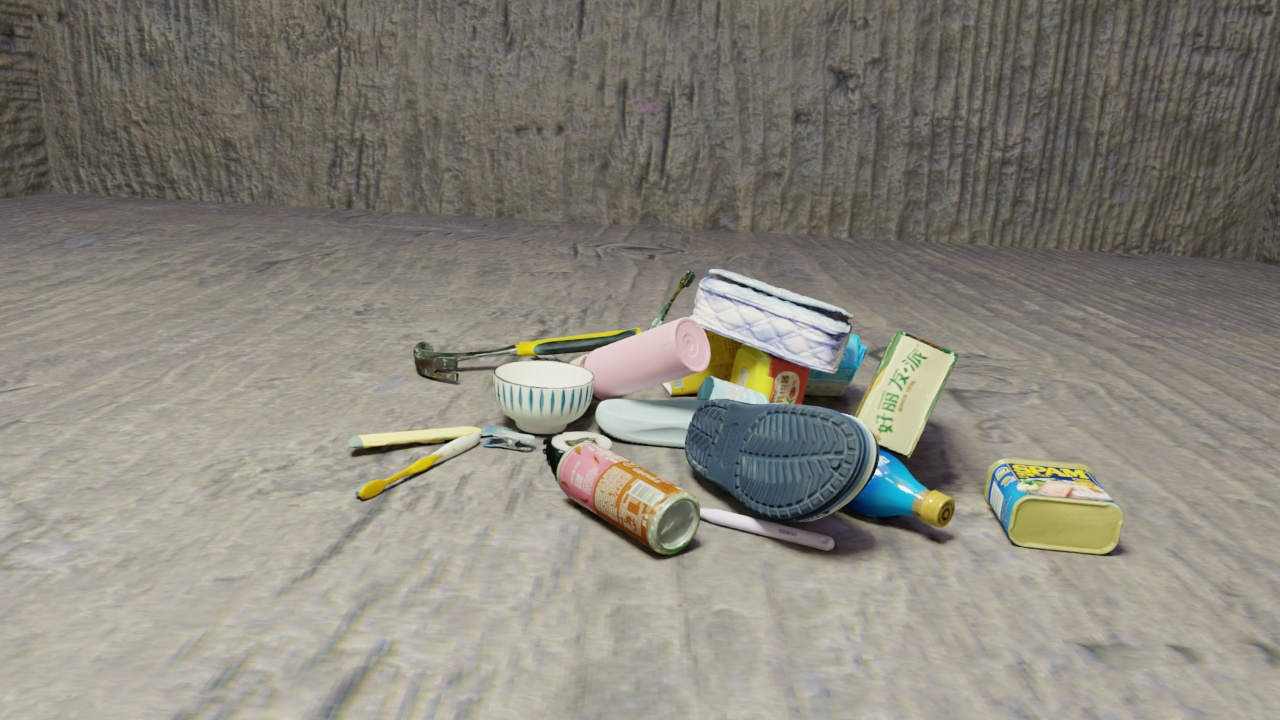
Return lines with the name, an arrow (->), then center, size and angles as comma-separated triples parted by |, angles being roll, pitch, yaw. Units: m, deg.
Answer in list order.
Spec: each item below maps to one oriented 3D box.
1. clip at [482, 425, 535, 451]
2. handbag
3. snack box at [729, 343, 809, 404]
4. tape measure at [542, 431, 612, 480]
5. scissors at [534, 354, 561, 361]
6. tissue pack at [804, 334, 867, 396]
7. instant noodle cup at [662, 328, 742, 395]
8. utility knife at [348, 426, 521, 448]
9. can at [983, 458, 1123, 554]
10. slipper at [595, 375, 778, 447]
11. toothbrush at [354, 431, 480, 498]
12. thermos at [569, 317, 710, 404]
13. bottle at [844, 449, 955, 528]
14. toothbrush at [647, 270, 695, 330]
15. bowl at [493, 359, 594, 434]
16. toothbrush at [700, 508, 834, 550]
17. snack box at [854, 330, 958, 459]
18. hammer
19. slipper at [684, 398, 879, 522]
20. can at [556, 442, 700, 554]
clip -> -0.143, 0.086, 1.001 | 0.058, 0.041, 0.026 | 12, 14, 12
handbag -> 0.163, -0.053, 1.124 | 0.194, 0.076, 0.134 | 20, 14, 9
snack box -> 0.160, 0.028, 1.148 | 0.080, 0.091, 0.082 | 4, 16, -24
tape measure -> -0.062, 0.098, 0.947 | 0.066, 0.034, 0.066 | -2, 18, -19
scissors -> -0.113, 0.017, 1.269 | 0.206, 0.015, 0.196 | 9, 17, 22
tissue pack -> 0.226, 0.001, 1.233 | 0.140, 0.063, 0.090 | 3, -27, -1
instant noodle cup -> 0.087, -0.008, 1.245 | 0.123, 0.116, 0.116 | -12, 18, -9
utility knife -> -0.222, 0.081, 1.005 | 0.197, 0.021, 0.031 | -7, 23, -31
can -> 0.384, 0.136, 0.857 | 0.102, 0.057, 0.083 | 4, 17, 5
slipper -> 0.071, 0.055, 1.055 | 0.245, 0.074, 0.104 | 2, 14, 3
toothbrush -> -0.221, 0.103, 0.930 | 0.018, 0.016, 0.190 | 1, 13, 26
thermos -> -0.007, 0.006, 1.101 | 0.199, 0.067, 0.087 | -21, -10, 40
bottle -> 0.204, 0.109, 0.898 | 0.065, 0.065, 0.219 | -9, 19, -38
toothbrush -> 0.018, -0.041, 1.230 | 0.012, 0.186, 0.017 | 31, 7, -29
bowl -> -0.113, 0.045, 1.063 | 0.116, 0.066, 0.116 | 4, 14, -1
toothbrush -> 0.083, 0.144, 0.834 | 0.189, 0.029, 0.021 | 11, -21, 22
snack box -> 0.279, 0.033, 0.987 | 0.063, 0.114, 0.239 | 25, 6, 13
hammer -> -0.152, -0.014, 1.293 | 0.323, 0.032, 0.126 | -6, 17, -15
slipper -> 0.133, 0.094, 0.865 | 0.095, 0.105, 0.253 | 15, -4, -28
can -> -0.013, 0.121, 0.824 | 0.057, 0.058, 0.147 | -9, 19, -37
